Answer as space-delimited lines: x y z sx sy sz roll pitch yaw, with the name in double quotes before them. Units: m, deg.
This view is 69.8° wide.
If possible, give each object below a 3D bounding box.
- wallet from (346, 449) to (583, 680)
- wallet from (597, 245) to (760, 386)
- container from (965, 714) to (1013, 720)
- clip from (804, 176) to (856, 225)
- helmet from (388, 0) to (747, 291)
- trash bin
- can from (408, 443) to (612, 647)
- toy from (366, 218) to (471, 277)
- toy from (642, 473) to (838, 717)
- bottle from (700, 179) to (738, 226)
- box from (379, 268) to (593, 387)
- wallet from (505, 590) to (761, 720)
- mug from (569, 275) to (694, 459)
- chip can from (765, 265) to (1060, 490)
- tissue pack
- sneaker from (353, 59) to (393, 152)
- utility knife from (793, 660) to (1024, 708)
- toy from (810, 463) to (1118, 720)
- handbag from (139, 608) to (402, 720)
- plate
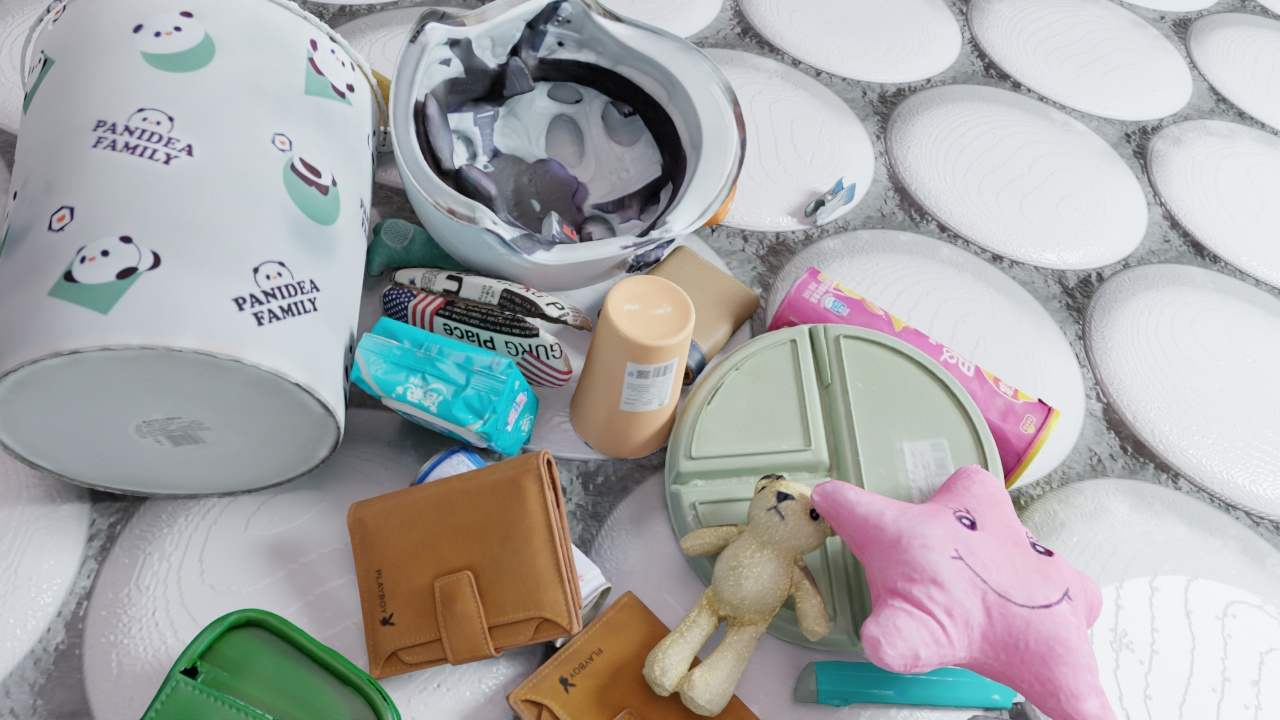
"wallet" -0.103 0.119 0.531 0.132 0.031 0.107 -16 75 14
"wallet" 0.032 -0.038 0.718 0.090 0.033 0.115 34 49 12
"container" 0.222 0.253 0.504 0.111 0.090 0.089 12 51 2
"clip" 0.173 -0.144 0.835 0.058 0.026 0.038 -35 58 -24
"helmet" -0.062 -0.150 0.702 0.258 0.146 0.229 -17 77 -26
"trash bin" -0.277 -0.066 0.571 0.229 0.230 0.251 -1 58 -12
"can" -0.082 0.113 0.570 0.134 0.053 0.053 39 56 18
"toy" -0.168 -0.094 0.729 0.092 0.030 0.096 6 45 -12
"toy" 0.060 0.135 0.543 0.105 0.066 0.157 25 62 29
"bottle" 0.008 -0.166 0.800 0.149 0.067 0.066 20 52 14
"box" -0.115 -0.019 0.631 0.164 0.075 0.082 17 86 29
"wallet" -0.002 0.215 0.526 0.130 0.035 0.118 41 50 20
"mug" -0.004 0.004 0.625 0.078 0.123 0.078 5 53 -7
"chip can" 0.200 0.011 0.692 0.210 0.072 0.071 33 54 15
"tissue pack" -0.120 0.022 0.588 0.093 0.133 0.050 19 77 8
"sneaker" -0.294 -0.192 0.744 0.240 0.088 0.118 -13 66 -46
"utility knife" 0.169 0.206 0.576 0.157 0.013 0.029 6 55 -10
"toy" 0.185 0.119 0.527 0.194 0.075 0.178 24 40 -3
"handbag" -0.196 0.203 0.478 0.131 0.068 0.120 31 61 11
"plate" 0.131 0.075 0.616 0.230 0.027 0.229 -1 68 2
